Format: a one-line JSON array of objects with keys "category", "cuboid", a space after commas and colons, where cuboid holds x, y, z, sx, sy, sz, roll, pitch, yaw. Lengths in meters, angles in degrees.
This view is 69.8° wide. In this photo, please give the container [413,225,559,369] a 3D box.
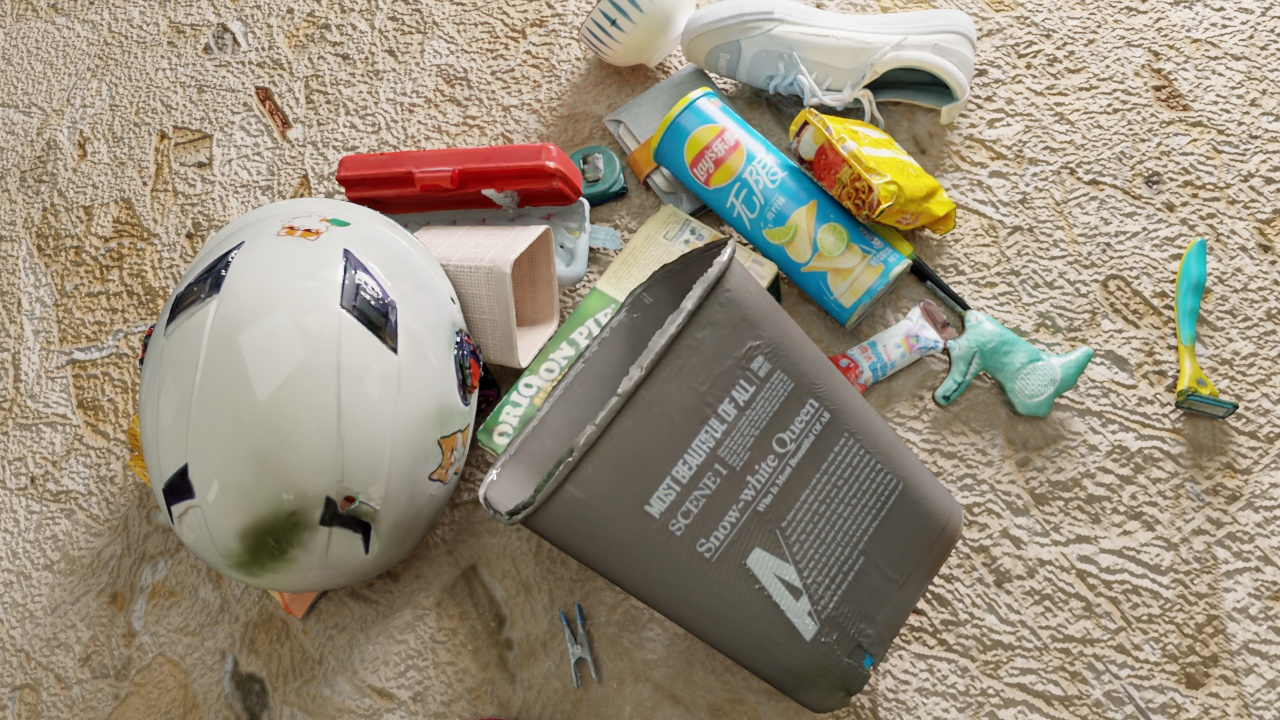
[{"category": "container", "cuboid": [-0.131, -0.054, 0.710, 0.111, 0.090, 0.090, 6, 30, 14]}]

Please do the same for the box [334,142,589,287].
[{"category": "box", "cuboid": [-0.148, -0.113, 0.753, 0.201, 0.094, 0.100, 0, 79, 16]}]

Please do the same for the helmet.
[{"category": "helmet", "cuboid": [-0.226, 0.037, 0.607, 0.230, 0.156, 0.274, 5, 105, -6]}]

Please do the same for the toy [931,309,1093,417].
[{"category": "toy", "cuboid": [0.259, 0.006, 0.661, 0.092, 0.030, 0.096, 40, 94, 17]}]

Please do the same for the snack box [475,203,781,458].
[{"category": "snack box", "cuboid": [-0.004, 0.004, 0.699, 0.114, 0.063, 0.239, 32, 78, 22]}]

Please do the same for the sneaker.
[{"category": "sneaker", "cuboid": [0.152, -0.238, 0.760, 0.242, 0.089, 0.090, 5, 73, 7]}]

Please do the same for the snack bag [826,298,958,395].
[{"category": "snack bag", "cuboid": [0.184, -0.006, 0.684, 0.105, 0.026, 0.045, -29, 69, -5]}]

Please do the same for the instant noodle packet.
[{"category": "instant noodle packet", "cuboid": [0.178, -0.141, 0.698, 0.044, 0.128, 0.110, -49, 62, 33]}]

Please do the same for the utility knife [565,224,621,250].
[{"category": "utility knife", "cuboid": [-0.099, -0.122, 0.795, 0.183, 0.019, 0.031, 13, 76, 23]}]

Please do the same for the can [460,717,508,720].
[{"category": "can", "cuboid": [-0.079, 0.273, 0.601, 0.094, 0.066, 0.066, 3, 68, 13]}]

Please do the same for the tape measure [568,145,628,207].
[{"category": "tape measure", "cuboid": [-0.042, -0.160, 0.796, 0.058, 0.025, 0.054, -13, 67, 5]}]

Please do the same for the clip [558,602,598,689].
[{"category": "clip", "cuboid": [-0.045, 0.202, 0.648, 0.037, 0.026, 0.058, -16, 69, -3]}]

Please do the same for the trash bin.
[{"category": "trash bin", "cuboid": [0.049, 0.075, 0.557, 0.220, 0.199, 0.198, 40, 78, -10]}]

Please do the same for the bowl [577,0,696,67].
[{"category": "bowl", "cuboid": [0.008, -0.302, 0.806, 0.116, 0.116, 0.066, -45, 97, -9]}]

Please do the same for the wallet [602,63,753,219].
[{"category": "wallet", "cuboid": [0.039, -0.188, 0.785, 0.106, 0.037, 0.129, -31, 65, -3]}]

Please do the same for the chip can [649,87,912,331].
[{"category": "chip can", "cuboid": [0.104, -0.116, 0.703, 0.071, 0.071, 0.210, -44, 77, -8]}]

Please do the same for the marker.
[{"category": "marker", "cuboid": [0.220, -0.068, 0.707, 0.015, 0.018, 0.124, -40, 66, -1]}]

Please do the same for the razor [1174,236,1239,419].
[{"category": "razor", "cuboid": [0.393, -0.025, 0.648, 0.043, 0.028, 0.132, 11, 72, -9]}]

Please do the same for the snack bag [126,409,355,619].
[{"category": "snack bag", "cuboid": [-0.305, 0.094, 0.732, 0.208, 0.073, 0.128, 33, 77, 14]}]

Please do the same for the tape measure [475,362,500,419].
[{"category": "tape measure", "cuboid": [-0.141, 0.026, 0.722, 0.057, 0.057, 0.039, -27, 66, -10]}]
